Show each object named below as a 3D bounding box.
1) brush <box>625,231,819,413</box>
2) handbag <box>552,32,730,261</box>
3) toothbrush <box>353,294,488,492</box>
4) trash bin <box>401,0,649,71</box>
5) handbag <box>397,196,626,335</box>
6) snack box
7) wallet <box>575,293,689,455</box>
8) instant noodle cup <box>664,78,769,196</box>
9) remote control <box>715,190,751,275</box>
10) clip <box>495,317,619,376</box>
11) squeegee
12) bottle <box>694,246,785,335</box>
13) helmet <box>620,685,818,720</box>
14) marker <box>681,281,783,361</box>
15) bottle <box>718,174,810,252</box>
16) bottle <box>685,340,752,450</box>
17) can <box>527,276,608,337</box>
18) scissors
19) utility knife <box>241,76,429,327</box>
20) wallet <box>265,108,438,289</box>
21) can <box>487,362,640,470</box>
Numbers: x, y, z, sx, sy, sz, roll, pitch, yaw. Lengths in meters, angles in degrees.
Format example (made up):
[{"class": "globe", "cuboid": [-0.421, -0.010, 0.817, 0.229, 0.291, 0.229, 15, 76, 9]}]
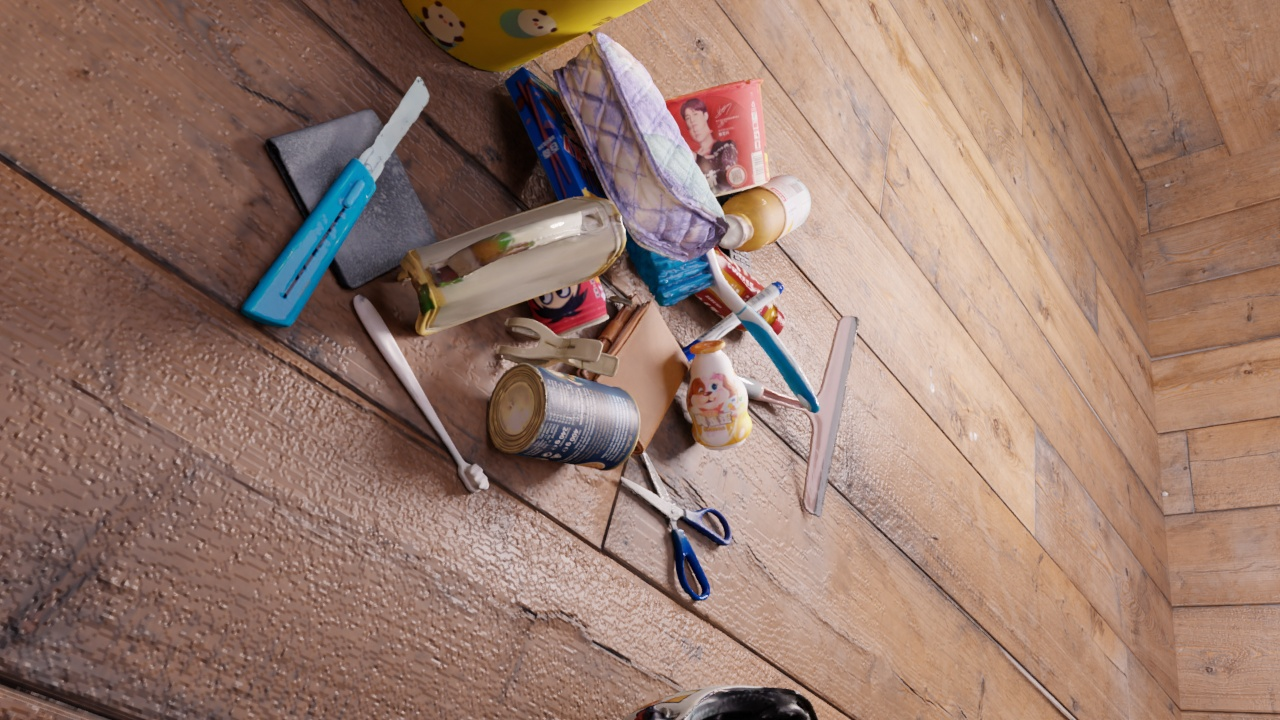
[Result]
[{"class": "brush", "cuboid": [0.066, -0.073, 0.905, 0.109, 0.061, 0.314, -22, 82, -19]}, {"class": "handbag", "cuboid": [-0.002, -0.191, 0.830, 0.134, 0.076, 0.193, 14, 48, -58]}, {"class": "toothbrush", "cuboid": [-0.167, 0.027, 0.703, 0.180, 0.016, 0.016, 61, 39, -15]}, {"class": "trash bin", "cuboid": [-0.068, -0.380, 0.767, 0.229, 0.256, 0.229, 19, 63, -44]}, {"class": "handbag", "cuboid": [-0.093, -0.081, 0.672, 0.163, 0.179, 0.063, -22, 90, -17]}, {"class": "snack box", "cuboid": [-0.065, -0.188, 0.834, 0.084, 0.026, 0.157, 18, 43, -59]}, {"class": "wallet", "cuboid": [-0.005, 0.005, 0.886, 0.119, 0.035, 0.130, 55, 42, -22]}, {"class": "instant noodle cup", "cuboid": [0.076, -0.233, 0.990, 0.137, 0.138, 0.108, -27, 107, -50]}, {"class": "remote control", "cuboid": [0.106, -0.153, 1.078, 0.053, 0.024, 0.136, 17, 63, -49]}, {"class": "clip", "cuboid": [-0.071, -0.009, 0.762, 0.071, 0.100, 0.034, 49, 58, -67]}, {"class": "squeegee", "cuboid": [0.139, 0.035, 1.044, 0.249, 0.040, 0.247, 19, 81, -39]}, {"class": "bottle", "cuboid": [0.096, -0.079, 1.015, 0.175, 0.058, 0.057, 34, 54, -38]}, {"class": "helmet", "cuboid": [0.027, 0.366, 0.711, 0.273, 0.157, 0.230, -15, 91, -40]}, {"class": "marker", "cuboid": [0.097, -0.042, 0.981, 0.145, 0.017, 0.017, -36, 108, -18]}, {"class": "bottle", "cuboid": [0.135, -0.164, 1.037, 0.189, 0.068, 0.068, -35, 104, -55]}, {"class": "bottle", "cuboid": [0.077, 0.035, 0.938, 0.063, 0.063, 0.108, -30, 114, -50]}, {"class": "can", "cuboid": [-0.071, -0.070, 0.808, 0.066, 0.067, 0.094, -28, 99, -50]}, {"class": "scissors", "cuboid": [0.038, 0.162, 0.903, 0.162, 0.012, 0.164, 13, 67, -46]}, {"class": "utility knife", "cuboid": [-0.213, -0.122, 0.670, 0.034, 0.018, 0.237, 40, 59, -30]}, {"class": "wallet", "cuboid": [-0.216, -0.124, 0.698, 0.097, 0.019, 0.121, -39, 109, -46]}, {"class": "can", "cuboid": [-0.065, 0.049, 0.770, 0.111, 0.075, 0.075, 17, 65, -45]}]
